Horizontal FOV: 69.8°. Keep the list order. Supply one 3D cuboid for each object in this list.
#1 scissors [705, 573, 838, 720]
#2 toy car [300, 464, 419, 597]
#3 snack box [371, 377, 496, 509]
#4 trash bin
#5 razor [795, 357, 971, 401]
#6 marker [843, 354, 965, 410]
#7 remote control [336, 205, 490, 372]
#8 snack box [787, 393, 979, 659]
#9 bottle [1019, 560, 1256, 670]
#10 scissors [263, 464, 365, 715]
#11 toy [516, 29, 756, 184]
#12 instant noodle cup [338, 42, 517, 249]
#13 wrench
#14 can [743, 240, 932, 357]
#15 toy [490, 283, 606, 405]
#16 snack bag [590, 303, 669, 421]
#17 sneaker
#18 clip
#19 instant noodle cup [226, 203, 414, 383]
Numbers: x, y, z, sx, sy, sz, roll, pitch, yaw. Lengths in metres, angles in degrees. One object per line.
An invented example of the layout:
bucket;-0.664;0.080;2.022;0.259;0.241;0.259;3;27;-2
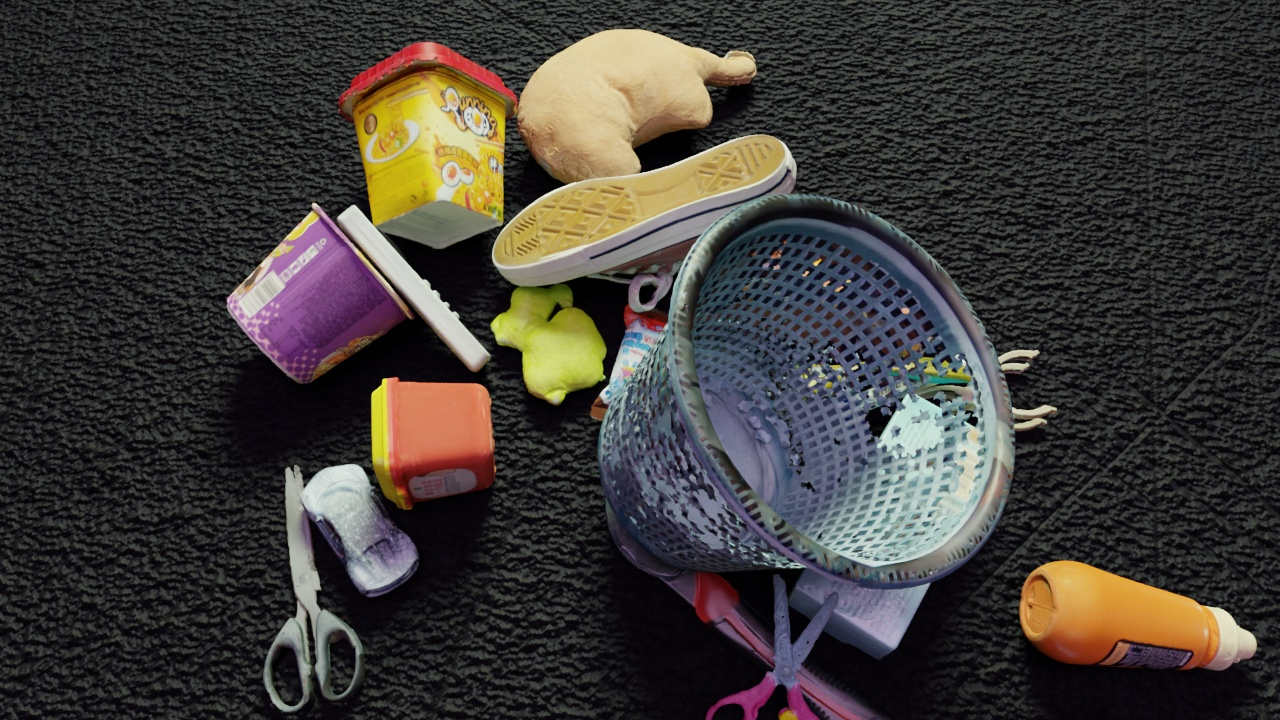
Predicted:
scissors;0.084;0.204;0.594;0.108;0.017;0.135;-5;90;11
toy car;-0.199;0.116;0.645;0.048;0.031;0.105;-32;68;-26
snack box;-0.143;0.059;0.645;0.080;0.091;0.082;-4;65;-10
trash bin;0.077;0.042;0.573;0.226;0.196;0.226;10;64;-23
razor;0.183;0.012;0.681;0.133;0.028;0.043;-4;36;8
marker;0.196;0.022;0.700;0.145;0.017;0.017;-20;67;-9
remote control;-0.166;-0.052;0.681;0.021;0.058;0.150;-42;97;-10
snack box;0.177;0.113;0.639;0.074;0.052;0.174;30;69;15
bottle;0.334;0.176;0.609;0.149;0.067;0.066;11;66;-3
scissors;-0.225;0.154;0.644;0.133;0.014;0.175;16;64;8
toy;-0.001;-0.233;0.786;0.225;0.083;0.143;-39;75;-20
instant noodle cup;-0.164;-0.163;0.726;0.116;0.116;0.123;-14;75;31
wrench;0.074;0.179;0.629;0.056;0.016;0.273;-42;72;-17
can;0.153;-0.048;0.709;0.146;0.058;0.058;22;67;9
toy;-0.067;-0.016;0.709;0.100;0.031;0.096;25;66;11
snack bag;-0.004;0.004;0.702;0.045;0.026;0.105;22;66;-10
sneaker;0.007;-0.095;0.710;0.241;0.088;0.118;-17;46;9
clip;0.263;0.036;0.685;0.102;0.035;0.095;-31;68;-8
instant noodle cup;-0.242;-0.043;0.686;0.099;0.111;0.111;-43;72;-8
